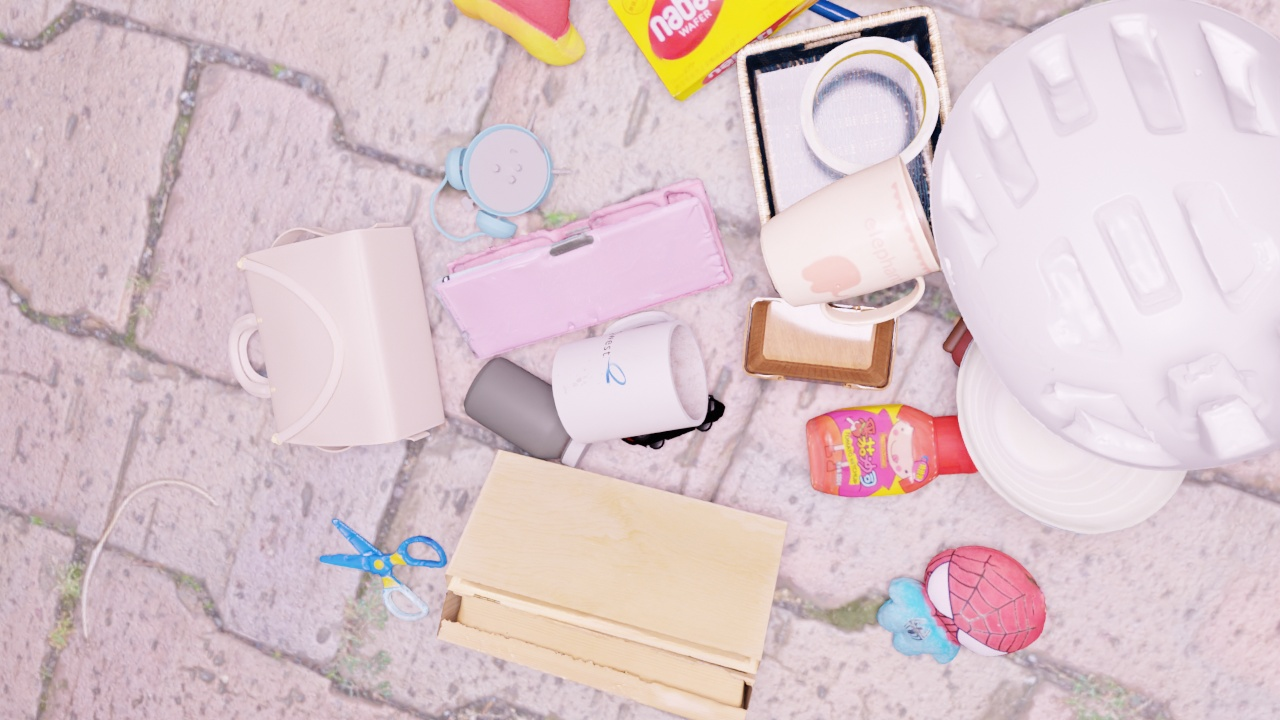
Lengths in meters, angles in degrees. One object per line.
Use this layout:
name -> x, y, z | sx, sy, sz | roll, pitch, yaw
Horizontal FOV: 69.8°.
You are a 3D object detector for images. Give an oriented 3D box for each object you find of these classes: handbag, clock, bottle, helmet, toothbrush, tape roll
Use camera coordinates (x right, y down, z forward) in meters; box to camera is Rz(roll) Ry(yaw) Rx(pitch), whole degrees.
handbag -> -0.284, -0.016, 0.799 | 0.198, 0.101, 0.194 | -5, 97, 24
clock -> -0.124, -0.146, 0.765 | 0.123, 0.042, 0.087 | -33, 91, 12
bottle -> -0.091, 0.046, 0.778 | 0.108, 0.060, 0.060 | 31, 103, 5
helmet -> 0.308, -0.078, 0.575 | 0.225, 0.183, 0.282 | -31, 94, 20
bottle -> 0.201, 0.071, 0.730 | 0.134, 0.048, 0.071 | -6, 95, 12
toothbrush -> 0.091, -0.303, 0.713 | 0.190, 0.016, 0.017 | 29, 96, 6
tape roll -> 0.159, -0.176, 0.641 | 0.094, 0.019, 0.094 | 2, 99, 11

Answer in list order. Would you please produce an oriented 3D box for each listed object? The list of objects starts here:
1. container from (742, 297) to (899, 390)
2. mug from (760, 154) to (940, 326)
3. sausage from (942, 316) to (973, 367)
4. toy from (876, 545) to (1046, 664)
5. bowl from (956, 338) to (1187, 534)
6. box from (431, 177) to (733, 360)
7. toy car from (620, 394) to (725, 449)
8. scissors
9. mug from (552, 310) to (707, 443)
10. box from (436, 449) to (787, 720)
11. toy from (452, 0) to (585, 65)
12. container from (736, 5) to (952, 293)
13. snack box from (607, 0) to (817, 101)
container -> 0.141, -0.016, 0.722 | 0.114, 0.061, 0.063 | 7, 99, 10
mug -> 0.148, -0.071, 0.635 | 0.104, 0.085, 0.111 | -19, 124, 22
sausage -> 0.287, -0.060, 0.698 | 0.040, 0.040, 0.156 | 32, 103, 5
toy -> 0.254, 0.199, 0.734 | 0.133, 0.062, 0.092 | -31, 84, 25
bowl -> 0.310, 0.042, 0.683 | 0.176, 0.058, 0.176 | 1, 76, -5
box -> -0.048, -0.069, 0.743 | 0.233, 0.080, 0.099 | -15, 94, 13
toy car -> 0.025, 0.046, 0.766 | 0.092, 0.042, 0.036 | -22, 68, 13
scissors -> -0.243, 0.198, 0.857 | 0.131, 0.018, 0.109 | 3, 96, 10
mug -> -0.004, 0.004, 0.732 | 0.096, 0.119, 0.083 | -11, 133, 22
box -> -0.023, 0.192, 0.742 | 0.248, 0.141, 0.179 | 13, 110, 7
toy -> -0.061, -0.347, 0.699 | 0.147, 0.098, 0.217 | 29, 108, -2
container -> 0.158, -0.153, 0.693 | 0.145, 0.071, 0.187 | -9, 97, 12
snack box -> 0.082, -0.291, 0.685 | 0.201, 0.042, 0.092 | -33, 91, 16
